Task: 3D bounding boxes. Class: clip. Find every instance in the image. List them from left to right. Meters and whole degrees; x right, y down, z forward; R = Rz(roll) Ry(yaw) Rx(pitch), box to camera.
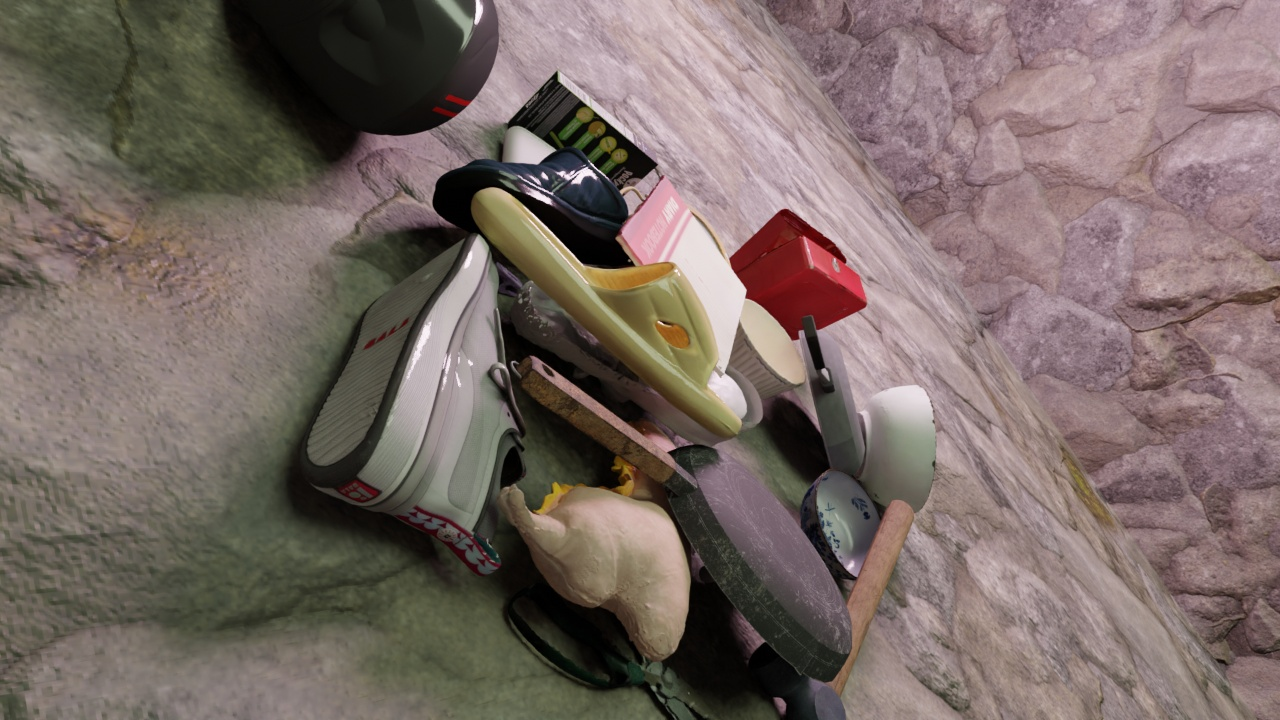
[{"bbox_3d":[-0.112,-0.069,0.761,0.052,0.042,0.014,-4,57,-44],"label":"clip"}]

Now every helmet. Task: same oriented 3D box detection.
[{"bbox_3d":[-0.201,-0.275,0.726,0.170,0.164,0.264,39,17,-49],"label":"helmet"}]

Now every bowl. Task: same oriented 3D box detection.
[{"bbox_3d":[0.124,-0.005,1.021,0.115,0.063,0.115,38,29,-26],"label":"bowl"},{"bbox_3d":[0.195,0.171,0.921,0.114,0.045,0.114,26,48,-33],"label":"bowl"},{"bbox_3d":[0.296,0.105,1.102,0.073,0.154,0.153,2,38,-1],"label":"bowl"}]

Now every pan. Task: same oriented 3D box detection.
[{"bbox_3d":[0.044,0.096,0.639,0.357,0.040,0.207,43,14,-33],"label":"pan"},{"bbox_3d":[0.199,0.022,0.969,0.357,0.041,0.178,49,30,-67],"label":"pan"}]

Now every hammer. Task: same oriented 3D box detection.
[{"bbox_3d":[0.200,0.220,0.826,0.129,0.040,0.320,53,37,-4],"label":"hammer"}]

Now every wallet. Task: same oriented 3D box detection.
[{"bbox_3d":[-0.088,-0.169,0.920,0.118,0.038,0.115,31,32,-29],"label":"wallet"}]

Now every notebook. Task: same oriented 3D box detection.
[{"bbox_3d":[0.045,-0.087,0.863,0.153,0.012,0.208,53,24,-14],"label":"notebook"}]

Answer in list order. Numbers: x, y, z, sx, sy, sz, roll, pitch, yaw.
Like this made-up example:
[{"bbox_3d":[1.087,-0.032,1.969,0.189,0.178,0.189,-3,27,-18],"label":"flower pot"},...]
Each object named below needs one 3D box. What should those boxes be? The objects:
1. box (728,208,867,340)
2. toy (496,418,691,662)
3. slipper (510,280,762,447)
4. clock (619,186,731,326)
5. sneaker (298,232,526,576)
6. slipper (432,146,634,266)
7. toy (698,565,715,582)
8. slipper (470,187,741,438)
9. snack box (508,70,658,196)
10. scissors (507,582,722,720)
[{"bbox_3d":[0.200,-0.099,1.192,0.157,0.135,0.112,18,40,-48],"label":"box"},{"bbox_3d":[-0.014,0.092,0.653,0.196,0.065,0.263,50,17,-20],"label":"toy"},{"bbox_3d":[-0.005,0.005,0.787,0.246,0.075,0.112,29,24,-29],"label":"slipper"},{"bbox_3d":[0.020,-0.110,0.965,0.159,0.081,0.116,55,34,-12],"label":"clock"},{"bbox_3d":[-0.117,0.015,0.591,0.129,0.097,0.262,51,22,-29],"label":"sneaker"},{"bbox_3d":[-0.078,-0.144,0.800,0.265,0.109,0.083,11,80,-60],"label":"slipper"},{"bbox_3d":[0.086,0.171,0.775,0.111,0.030,0.049,13,74,-49],"label":"toy"},{"bbox_3d":[-0.009,-0.050,0.682,0.261,0.079,0.111,41,3,-13],"label":"slipper"},{"bbox_3d":[-0.061,-0.236,0.996,0.147,0.080,0.025,33,32,-33],"label":"snack box"},{"bbox_3d":[-0.011,0.199,0.598,0.209,0.015,0.141,53,23,5],"label":"scissors"}]
